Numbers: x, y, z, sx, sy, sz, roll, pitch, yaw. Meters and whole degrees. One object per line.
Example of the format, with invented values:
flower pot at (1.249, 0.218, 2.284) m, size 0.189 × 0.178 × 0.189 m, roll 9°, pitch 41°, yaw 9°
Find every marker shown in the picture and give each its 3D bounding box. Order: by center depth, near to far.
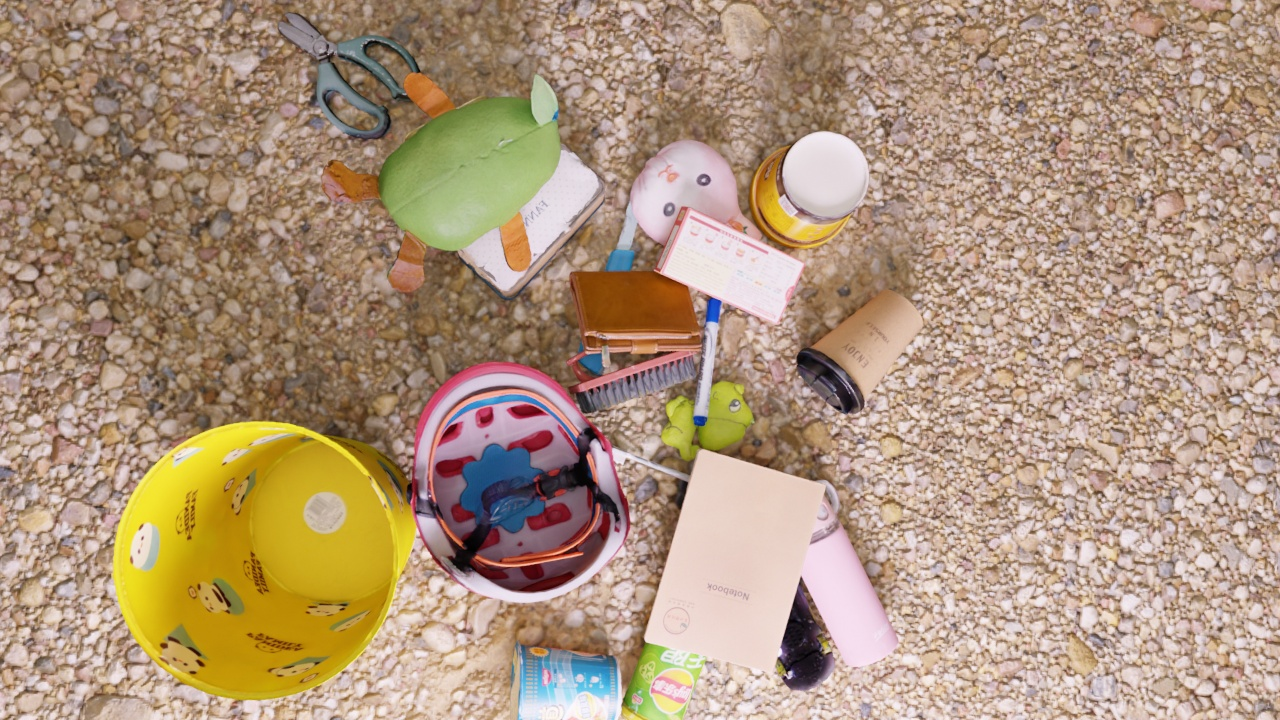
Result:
marker at (0.074, 0.001, 1.018) m, size 0.017 × 0.017 × 0.145 m, roll 9°, pitch 74°, yaw -4°

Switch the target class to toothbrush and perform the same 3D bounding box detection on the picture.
toothbrush at (0.045, 0.133, 1.029) m, size 0.180 × 0.016 × 0.016 m, roll 21°, pitch 94°, yaw -3°

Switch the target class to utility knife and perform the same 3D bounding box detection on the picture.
utility knife at (-0.028, -0.092, 1.029) m, size 0.034 × 0.018 × 0.218 m, roll 17°, pitch 87°, yaw -16°

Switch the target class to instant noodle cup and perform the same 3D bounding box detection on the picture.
instant noodle cup at (-0.080, 0.351, 0.978) m, size 0.110 × 0.099 × 0.099 m, roll 5°, pitch 88°, yaw -13°
instant noodle cup at (0.187, -0.188, 1.001) m, size 0.118 × 0.114 × 0.118 m, roll 0°, pitch 88°, yaw -4°

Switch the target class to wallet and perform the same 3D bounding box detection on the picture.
wallet at (-0.004, -0.050, 0.983) m, size 0.130 × 0.035 × 0.119 m, roll -1°, pitch 57°, yaw -17°

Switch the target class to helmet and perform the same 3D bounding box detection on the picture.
helmet at (-0.137, 0.131, 0.952) m, size 0.206 × 0.144 × 0.240 m, roll -18°, pitch 80°, yaw -20°

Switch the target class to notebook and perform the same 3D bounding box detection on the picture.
notebook at (0.101, 0.211, 0.963) m, size 0.147 × 0.008 × 0.207 m, roll 17°, pitch 87°, yaw -10°

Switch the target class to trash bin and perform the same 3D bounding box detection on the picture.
trash bin at (-0.324, 0.169, 0.879) m, size 0.229 × 0.255 × 0.229 m, roll 0°, pitch 88°, yaw -4°

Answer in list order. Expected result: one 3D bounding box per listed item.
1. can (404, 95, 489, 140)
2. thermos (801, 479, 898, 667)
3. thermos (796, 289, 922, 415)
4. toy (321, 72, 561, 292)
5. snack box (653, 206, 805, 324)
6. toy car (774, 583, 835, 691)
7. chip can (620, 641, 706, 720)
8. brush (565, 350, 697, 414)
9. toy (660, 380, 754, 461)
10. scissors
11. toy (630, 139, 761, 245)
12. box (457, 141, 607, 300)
can at (-0.191, -0.226, 1.002) m, size 0.102 × 0.057 × 0.083 m, roll -28°, pitch 93°, yaw -4°
thermos at (0.219, 0.230, 1.020) m, size 0.087 × 0.067 × 0.198 m, roll -25°, pitch 88°, yaw -37°
thermos at (0.243, -0.010, 1.015) m, size 0.143 × 0.093 × 0.093 m, roll -43°, pitch 92°, yaw -11°
toy at (-0.182, -0.186, 0.932) m, size 0.246 × 0.090 × 0.227 m, roll -32°, pitch 102°, yaw -8°
snack box at (0.099, -0.103, 1.007) m, size 0.155 × 0.027 × 0.077 m, roll 22°, pitch 96°, yaw -22°
toy car at (0.158, 0.290, 1.019) m, size 0.070 × 0.042 × 0.158 m, roll -26°, pitch 89°, yaw -5°
chip can at (0.048, 0.288, 0.996) m, size 0.072 × 0.072 × 0.221 m, roll 22°, pitch 86°, yaw -3°
brush at (-0.006, 0.006, 0.999) m, size 0.145 × 0.063 × 0.069 m, roll -18°, pitch 90°, yaw -16°
toy at (0.076, 0.068, 1.026) m, size 0.100 × 0.031 × 0.096 m, roll 11°, pitch 87°, yaw 0°
scissors at (-0.337, -0.315, 1.012) m, size 0.180 × 0.019 × 0.143 m, roll 27°, pitch 87°, yaw -5°
toy at (0.065, -0.166, 1.024) m, size 0.121 × 0.054 × 0.159 m, roll -43°, pitch 100°, yaw -4°
box at (-0.123, -0.148, 1.004) m, size 0.090 × 0.061 × 0.184 m, roll 45°, pitch 88°, yaw -1°
